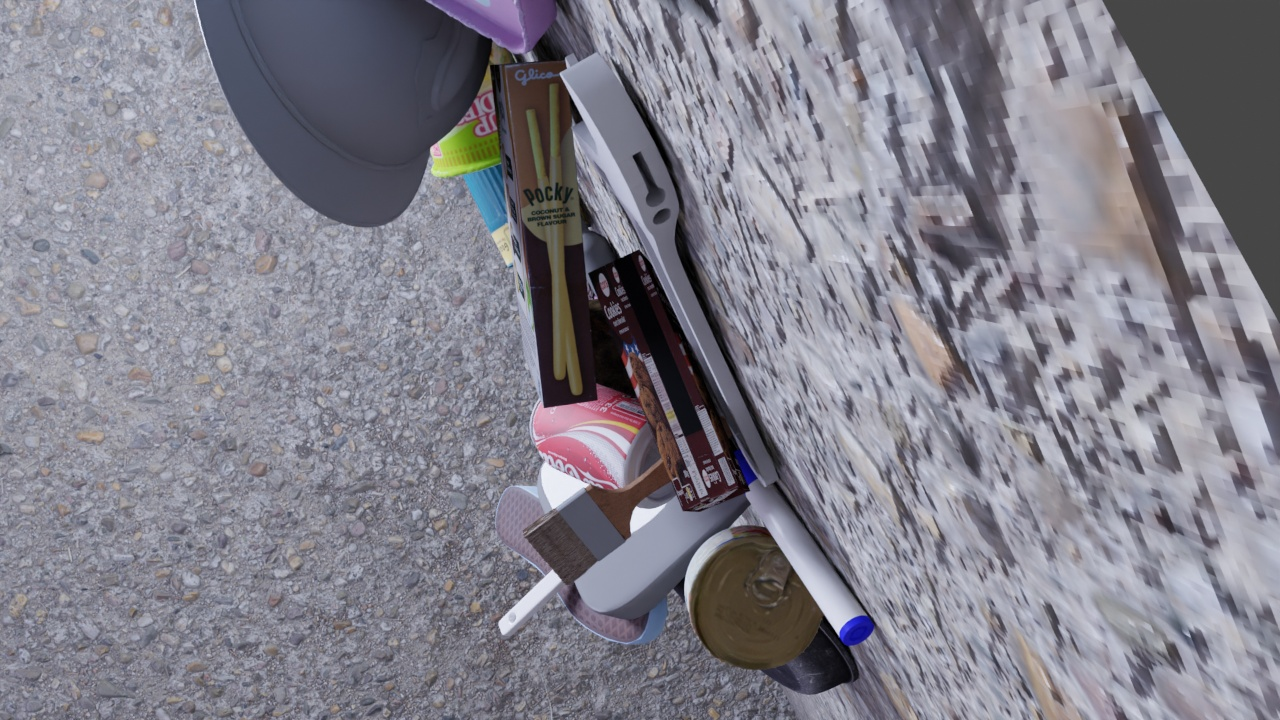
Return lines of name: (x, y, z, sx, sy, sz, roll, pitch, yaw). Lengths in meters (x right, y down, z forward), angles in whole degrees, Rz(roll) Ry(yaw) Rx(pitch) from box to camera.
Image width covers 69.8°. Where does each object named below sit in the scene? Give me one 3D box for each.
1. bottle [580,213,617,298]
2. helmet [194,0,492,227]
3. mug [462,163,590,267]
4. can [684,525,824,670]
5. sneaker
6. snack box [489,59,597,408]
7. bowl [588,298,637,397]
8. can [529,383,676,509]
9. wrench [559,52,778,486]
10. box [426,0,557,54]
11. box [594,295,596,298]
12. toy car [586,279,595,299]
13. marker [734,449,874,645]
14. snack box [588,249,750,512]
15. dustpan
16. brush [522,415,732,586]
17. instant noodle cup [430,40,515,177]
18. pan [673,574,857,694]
bottle: (-0.033, -0.078, 0.746, 0.113, 0.030, 0.030, 62, 177, -9)
helmet: (-0.136, -0.217, 0.504, 0.183, 0.118, 0.271, -3, -95, -63)
mug: (-0.094, -0.149, 0.789, 0.114, 0.083, 0.107, -16, 102, 58)
can: (0.072, 0.151, 0.590, 0.086, 0.086, 0.043, 61, 179, -4)
sneaker: (-0.029, 0.164, 0.784, 0.098, 0.083, 0.241, 14, -176, -35)
snack box: (-0.058, -0.077, 0.539, 0.101, 0.031, 0.186, -127, 31, -68)
bowl: (-0.004, 0.004, 0.645, 0.121, 0.056, 0.121, 33, 144, 28)
can: (-0.020, 0.052, 0.597, 0.105, 0.064, 0.064, 17, 144, 43)
wrench: (0.026, -0.023, 0.449, 0.273, 0.018, 0.086, 62, 177, -36)
box: (-0.135, -0.205, 0.358, 0.214, 0.049, 0.149, 33, -173, 10)
box: (-0.022, 0.030, 0.859, 0.087, 0.102, 0.202, 53, 172, 52)
toy car: (-0.059, -0.103, 0.901, 0.048, 0.040, 0.112, 73, -174, -74)
marker: (0.087, 0.102, 0.526, 0.141, 0.020, 0.020, 57, 175, 49)
snack box: (0.016, 0.013, 0.513, 0.051, 0.032, 0.141, 35, -148, -73)
dustpan: (-0.031, 0.125, 0.699, 0.033, 0.258, 0.163, 29, -159, -44)
brush: (0.000, 0.074, 0.541, 0.045, 0.143, 0.008, 53, 179, -20)
instant noodle cup: (-0.130, -0.205, 0.685, 0.099, 0.099, 0.108, -125, 14, -61)
pan: (0.025, 0.145, 0.750, 0.357, 0.055, 0.187, 34, 160, 30)
